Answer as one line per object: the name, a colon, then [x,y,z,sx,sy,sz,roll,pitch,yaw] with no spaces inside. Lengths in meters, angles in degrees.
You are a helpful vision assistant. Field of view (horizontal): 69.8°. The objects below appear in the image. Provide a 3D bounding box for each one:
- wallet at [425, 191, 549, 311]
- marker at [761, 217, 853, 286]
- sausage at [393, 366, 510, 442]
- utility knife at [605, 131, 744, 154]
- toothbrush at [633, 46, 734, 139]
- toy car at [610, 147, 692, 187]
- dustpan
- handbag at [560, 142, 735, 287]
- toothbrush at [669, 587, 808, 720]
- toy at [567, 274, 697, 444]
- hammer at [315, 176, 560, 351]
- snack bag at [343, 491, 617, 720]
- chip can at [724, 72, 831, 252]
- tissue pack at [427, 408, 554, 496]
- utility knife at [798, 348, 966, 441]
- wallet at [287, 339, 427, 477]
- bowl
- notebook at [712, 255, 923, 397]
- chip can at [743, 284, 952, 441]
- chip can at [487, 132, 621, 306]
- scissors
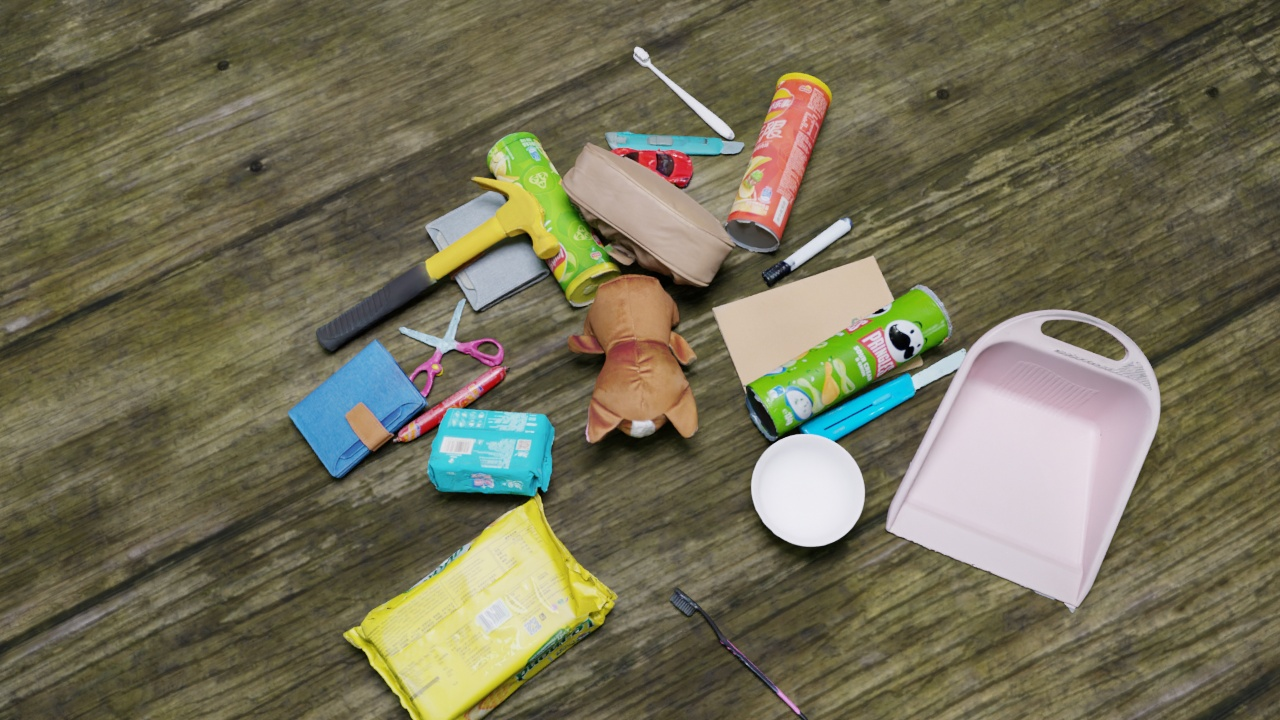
wallet: [-0.186,-0.133,1.100,0.106,0.037,0.129,-29,74,-9]
marker: [0.201,-0.133,1.103,0.130,0.018,0.022,-36,66,-10]
sausage: [-0.215,0.051,1.050,0.155,0.020,0.020,-35,75,-9]
utility knife: [0.042,-0.273,1.154,0.176,0.013,0.029,3,72,2]
toothbrush: [0.055,-0.342,1.175,0.016,0.016,0.180,-43,76,-10]
toy car: [0.012,-0.239,1.135,0.106,0.031,0.049,3,73,0]
dustpan: [0.410,0.093,0.963,0.222,0.139,0.273,19,73,6]
handbag: [0.007,-0.160,1.047,0.204,0.147,0.100,37,105,4]
toothbrush: [0.102,0.310,0.963,0.189,0.014,0.018,43,87,13]
toy: [-0.006,0.006,1.013,0.140,0.131,0.199,-10,51,-1]
hammer: [-0.243,-0.103,1.058,0.301,0.033,0.128,-32,72,4]
snack bag: [-0.162,0.268,0.953,0.246,0.068,0.158,-37,75,-11]
chip can: [0.168,-0.240,1.111,0.073,0.073,0.216,18,73,7]
tissue pack: [-0.161,0.100,1.001,0.133,0.050,0.093,3,42,3]
utility knife: [0.282,0.040,1.046,0.218,0.018,0.034,-27,73,-9]
wallet: [-0.320,0.055,1.037,0.133,0.040,0.106,-40,74,-3]
bowl: [0.176,0.144,0.988,0.118,0.065,0.118,-1,72,2]
notebook: [0.206,-0.028,1.074,0.207,0.008,0.147,-19,73,-5]
chip can: [0.229,0.003,1.021,0.236,0.072,0.072,-29,74,-8]
chip can: [-0.106,-0.173,1.093,0.072,0.073,0.221,-29,74,-9]
scissors: [-0.225,-0.013,1.073,0.134,0.017,0.133,14,70,9]
